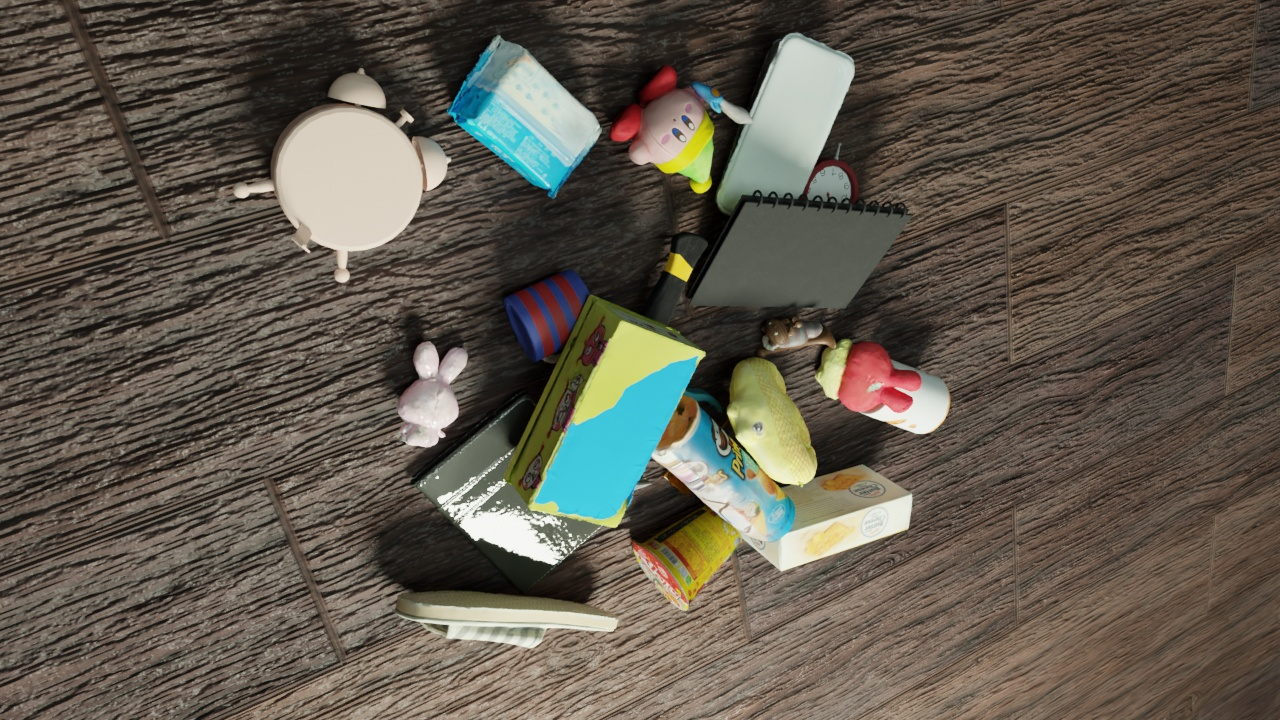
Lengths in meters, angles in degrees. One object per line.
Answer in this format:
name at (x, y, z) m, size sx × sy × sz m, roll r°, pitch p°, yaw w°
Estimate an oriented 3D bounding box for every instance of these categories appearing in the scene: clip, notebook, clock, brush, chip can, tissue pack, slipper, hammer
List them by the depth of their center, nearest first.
clock at (-0.266, -0.169, 0.844) m, size 0.160 × 0.086 × 0.131 m, roll -51°, pitch 122°, yaw -10°
tissue pack at (-0.113, -0.240, 0.903) m, size 0.144 × 0.062 × 0.093 m, roll 37°, pitch 87°, yaw -34°
hammer at (-0.006, 0.006, 1.033) m, size 0.169 × 0.034 × 0.324 m, roll 24°, pitch 94°, yaw -34°
slipper at (-0.147, 0.298, 1.051) m, size 0.272 × 0.115 × 0.054 m, roll 12°, pitch 77°, yaw -33°
notebook at (-0.133, 0.152, 1.051) m, size 0.169 × 0.029 × 0.209 m, roll -40°, pitch 123°, yaw -7°
notebook at (0.187, -0.124, 1.070) m, size 0.231 × 0.019 × 0.170 m, roll -1°, pitch 141°, yaw -27°
chip can at (0.095, 0.134, 1.078) m, size 0.079 × 0.080 × 0.229 m, roll -48°, pitch 125°, yaw -4°
clock at (0.218, -0.190, 1.097) m, size 0.087 × 0.044 × 0.125 m, roll -26°, pitch 116°, yaw -17°
clip at (0.055, 0.051, 1.111) m, size 0.118 × 0.033 × 0.120 m, roll -3°, pitch 109°, yaw -23°
brush at (0.085, 0.111, 1.151) m, size 0.126 × 0.017 × 0.048 m, roll -49°, pitch 121°, yaw -4°

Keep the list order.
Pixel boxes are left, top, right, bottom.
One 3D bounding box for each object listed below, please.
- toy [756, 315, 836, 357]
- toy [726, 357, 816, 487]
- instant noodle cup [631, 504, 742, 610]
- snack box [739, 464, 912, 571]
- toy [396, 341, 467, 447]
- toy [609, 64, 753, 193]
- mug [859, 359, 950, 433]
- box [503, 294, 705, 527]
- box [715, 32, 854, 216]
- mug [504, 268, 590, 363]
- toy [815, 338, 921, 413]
toy at (0.193, -0.032, 1.143) m, size 0.101 × 0.041 × 0.055 m, roll -13°, pitch 136°, yaw -14°
toy at (0.156, 0.074, 1.101) m, size 0.065 × 0.170 × 0.154 m, roll -31°, pitch 160°, yaw 32°
instant noodle cup at (0.066, 0.239, 1.147) m, size 0.112 × 0.100 × 0.100 m, roll -35°, pitch 120°, yaw -21°
snack box at (0.243, 0.204, 1.212) m, size 0.207 × 0.104 × 0.057 m, roll -12°, pitch 112°, yaw -23°
toy at (-0.219, 0.035, 0.956) m, size 0.063 × 0.047 × 0.110 m, roll 17°, pitch 90°, yaw -38°
toy at (0.044, -0.243, 0.984) m, size 0.131 × 0.097 × 0.124 m, roll 39°, pitch 81°, yaw -13°
mug at (0.346, 0.047, 1.223) m, size 0.105 × 0.082 × 0.082 m, roll 18°, pitch 99°, yaw -29°
box at (-0.040, 0.058, 0.958) m, size 0.124 × 0.079 × 0.221 m, roll 18°, pitch 104°, yaw -34°
box at (0.157, -0.251, 1.022) m, size 0.118 × 0.063 × 0.214 m, roll 23°, pitch 99°, yaw -1°
mug at (-0.093, -0.036, 0.986) m, size 0.076 × 0.075 × 0.112 m, roll -26°, pitch 144°, yaw -17°
toy at (0.287, 0.021, 1.162) m, size 0.045 × 0.135 × 0.092 m, roll -14°, pitch 116°, yaw -56°
